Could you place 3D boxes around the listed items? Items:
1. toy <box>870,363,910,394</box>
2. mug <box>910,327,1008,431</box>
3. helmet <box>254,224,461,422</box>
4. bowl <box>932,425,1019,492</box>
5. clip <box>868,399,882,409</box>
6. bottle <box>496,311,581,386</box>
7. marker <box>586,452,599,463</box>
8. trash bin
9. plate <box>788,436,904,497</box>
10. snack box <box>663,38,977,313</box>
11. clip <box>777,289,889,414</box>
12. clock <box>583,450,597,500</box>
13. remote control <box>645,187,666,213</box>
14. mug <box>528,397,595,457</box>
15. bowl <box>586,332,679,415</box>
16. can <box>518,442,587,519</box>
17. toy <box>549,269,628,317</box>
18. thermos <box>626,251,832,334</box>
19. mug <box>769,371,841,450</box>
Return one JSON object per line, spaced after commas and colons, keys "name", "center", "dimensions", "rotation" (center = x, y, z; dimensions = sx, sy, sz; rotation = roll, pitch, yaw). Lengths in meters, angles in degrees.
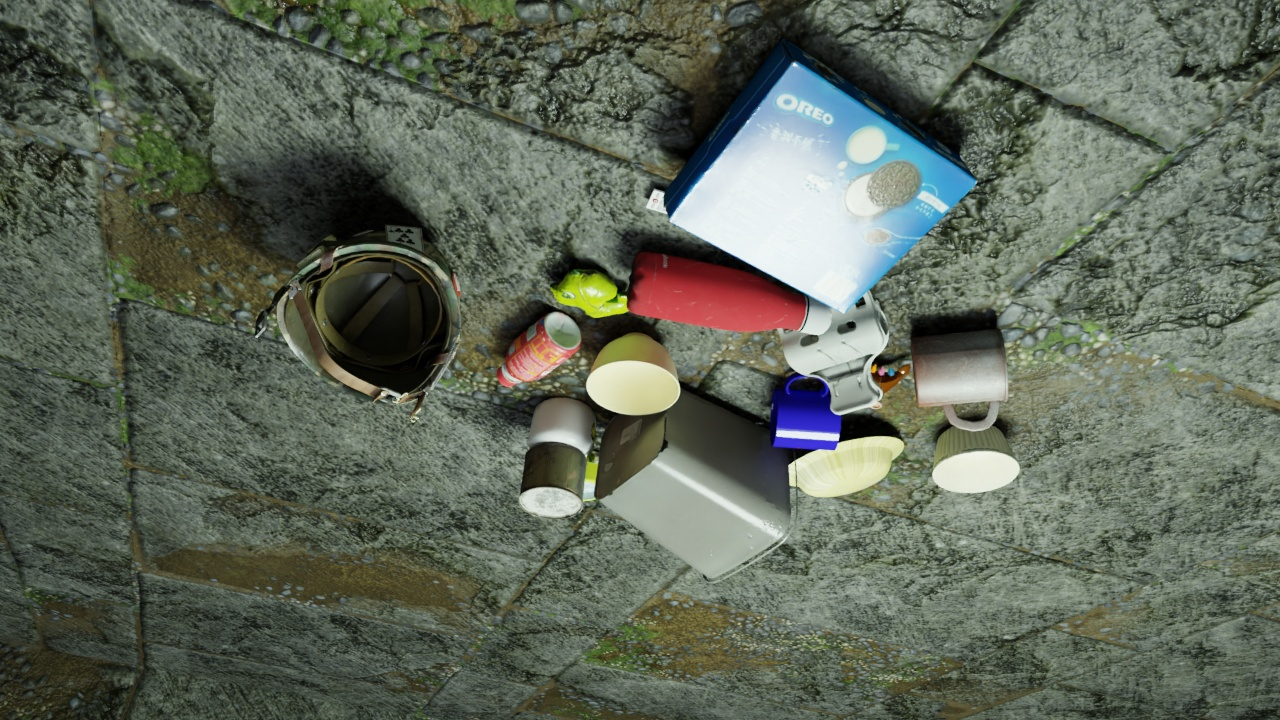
{"name": "toy", "center": [0.289, 0.007, 1.170], "dimensions": [0.103, 0.070, 0.090], "rotation": [-22, 120, 12]}
{"name": "mug", "center": [0.389, 0.025, 1.120], "dimensions": [0.110, 0.123, 0.096], "rotation": [-6, 171, 21]}
{"name": "helmet", "center": [-0.293, -0.044, 1.007], "dimensions": [0.192, 0.235, 0.225], "rotation": [42, 135, -20]}
{"name": "bowl", "center": [0.470, 0.133, 1.300], "dimensions": [0.115, 0.062, 0.115], "rotation": [3, 143, 2]}
{"name": "clip", "center": [0.300, 0.047, 1.232], "dimensions": [0.061, 0.049, 0.026], "rotation": [-3, 154, -39]}
{"name": "bottle", "center": [-0.138, -0.007, 1.185], "dimensions": [0.062, 0.061, 0.138], "rotation": [28, 139, -28]}
{"name": "marker", "center": [-0.031, 0.142, 1.354], "dimensions": [0.017, 0.017, 0.146], "rotation": [-20, 165, 30]}
{"name": "trash bin", "center": [0.071, 0.160, 1.282], "dimensions": [0.220, 0.197, 0.198], "rotation": [32, 128, -23]}
{"name": "plate", "center": [0.299, 0.166, 1.339], "dimensions": [0.184, 0.036, 0.185], "rotation": [-10, 154, -5]}
{"name": "snack box", "center": [0.173, -0.170, 0.904], "dimensions": [0.238, 0.056, 0.196], "rotation": [25, 127, -24]}
{"name": "clip", "center": [0.247, -0.010, 1.122], "dimensions": [0.126, 0.089, 0.150], "rotation": [-19, 101, 31]}
{"name": "clock", "center": [-0.077, 0.182, 1.436], "dimensions": [0.119, 0.057, 0.083], "rotation": [13, 143, -21]}
{"name": "remote control", "center": [0.069, -0.161, 0.995], "dimensions": [0.124, 0.011, 0.028], "rotation": [14, 142, -13]}
{"name": "mug", "center": [-0.114, 0.112, 1.334], "dimensions": [0.094, 0.068, 0.116], "rotation": [6, 143, -2]}
{"name": "bowl", "center": [-0.007, 0.007, 1.176], "dimensions": [0.118, 0.073, 0.118], "rotation": [3, 143, 2]}
{"name": "can", "center": [-0.123, 0.169, 1.292], "dimensions": [0.090, 0.074, 0.090], "rotation": [2, 142, 2]}
{"name": "toy", "center": [-0.057, -0.078, 1.103], "dimensions": [0.094, 0.036, 0.094], "rotation": [-6, 148, 11]}
{"name": "thermos", "center": [0.105, -0.070, 1.061], "dimensions": [0.240, 0.073, 0.073], "rotation": [10, 143, -8]}
{"name": "mug", "center": [0.223, 0.065, 1.236], "dimensions": [0.083, 0.079, 0.111], "rotation": [4, 115, 2]}
